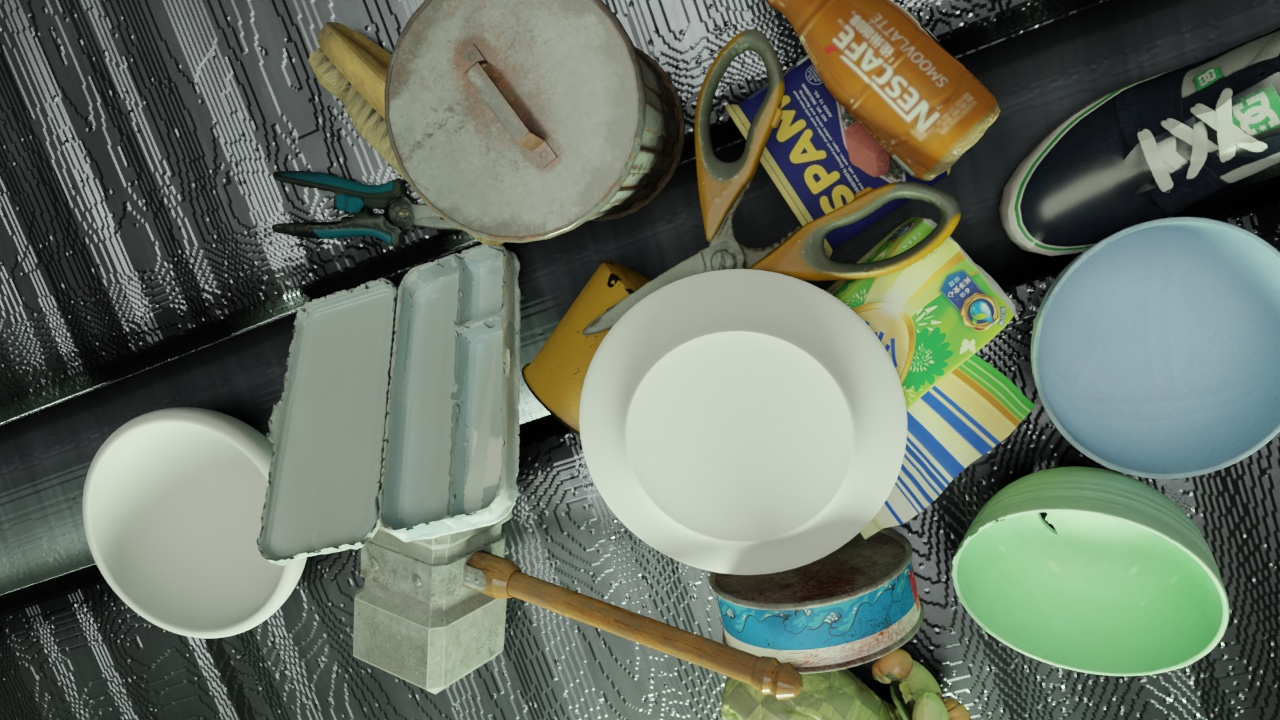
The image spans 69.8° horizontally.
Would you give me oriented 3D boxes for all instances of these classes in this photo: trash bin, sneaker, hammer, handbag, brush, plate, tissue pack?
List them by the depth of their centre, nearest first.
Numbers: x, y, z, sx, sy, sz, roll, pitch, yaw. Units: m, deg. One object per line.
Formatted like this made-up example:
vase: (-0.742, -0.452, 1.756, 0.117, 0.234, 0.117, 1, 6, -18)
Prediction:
trash bin: (-0.048, -0.138, 0.525, 0.131, 0.210, 0.131, 2, 101, 10)
sneaker: (0.325, -0.133, 0.526, 0.236, 0.079, 0.084, -27, 95, 15)
plate: (0.056, 0.043, 0.526, 0.189, 0.016, 0.189, 3, 107, 8)
tissue pack: (0.149, 0.025, 0.575, 0.141, 0.120, 0.198, 47, 111, 1)
hammer: (-0.046, 0.158, 0.596, 0.318, 0.082, 0.163, 11, 103, 29)
handbag: (0.150, 0.244, 0.616, 0.186, 0.113, 0.117, 38, 97, 2)
brush: (-0.150, -0.153, 0.621, 0.195, 0.059, 0.043, 45, 113, 2)

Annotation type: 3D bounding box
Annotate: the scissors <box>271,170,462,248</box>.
scissors: (-0.201, -0.112, 0.659, 0.127, 0.019, 0.144, -42, 93, 14)

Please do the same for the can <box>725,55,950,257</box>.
can: (0.124, -0.137, 0.575, 0.092, 0.056, 0.116, -33, 93, 13)

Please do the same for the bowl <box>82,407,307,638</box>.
bowl: (-0.326, 0.117, 0.700, 0.177, 0.066, 0.177, 2, 101, 10)

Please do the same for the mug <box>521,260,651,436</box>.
mug: (-0.003, 0.004, 0.595, 0.094, 0.100, 0.123, -54, 51, 13)

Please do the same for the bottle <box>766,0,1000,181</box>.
bottle: (0.121, -0.176, 0.509, 0.167, 0.059, 0.059, 45, 105, 0)

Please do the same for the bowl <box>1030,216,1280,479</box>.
bowl: (0.307, -0.011, 0.555, 0.151, 0.074, 0.150, 2, 100, 10)

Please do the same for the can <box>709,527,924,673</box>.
can: (0.113, 0.149, 0.592, 0.130, 0.129, 0.044, -11, 98, 12)

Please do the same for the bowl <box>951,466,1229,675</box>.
bowl: (0.277, 0.121, 0.572, 0.151, 0.076, 0.151, 16, 134, 17)

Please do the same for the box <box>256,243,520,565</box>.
box: (-0.165, 0.026, 0.613, 0.189, 0.037, 0.208, -18, 56, 18)

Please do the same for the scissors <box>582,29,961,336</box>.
scissors: (0.070, -0.066, 0.519, 0.217, 0.016, 0.225, 17, 99, 13)
